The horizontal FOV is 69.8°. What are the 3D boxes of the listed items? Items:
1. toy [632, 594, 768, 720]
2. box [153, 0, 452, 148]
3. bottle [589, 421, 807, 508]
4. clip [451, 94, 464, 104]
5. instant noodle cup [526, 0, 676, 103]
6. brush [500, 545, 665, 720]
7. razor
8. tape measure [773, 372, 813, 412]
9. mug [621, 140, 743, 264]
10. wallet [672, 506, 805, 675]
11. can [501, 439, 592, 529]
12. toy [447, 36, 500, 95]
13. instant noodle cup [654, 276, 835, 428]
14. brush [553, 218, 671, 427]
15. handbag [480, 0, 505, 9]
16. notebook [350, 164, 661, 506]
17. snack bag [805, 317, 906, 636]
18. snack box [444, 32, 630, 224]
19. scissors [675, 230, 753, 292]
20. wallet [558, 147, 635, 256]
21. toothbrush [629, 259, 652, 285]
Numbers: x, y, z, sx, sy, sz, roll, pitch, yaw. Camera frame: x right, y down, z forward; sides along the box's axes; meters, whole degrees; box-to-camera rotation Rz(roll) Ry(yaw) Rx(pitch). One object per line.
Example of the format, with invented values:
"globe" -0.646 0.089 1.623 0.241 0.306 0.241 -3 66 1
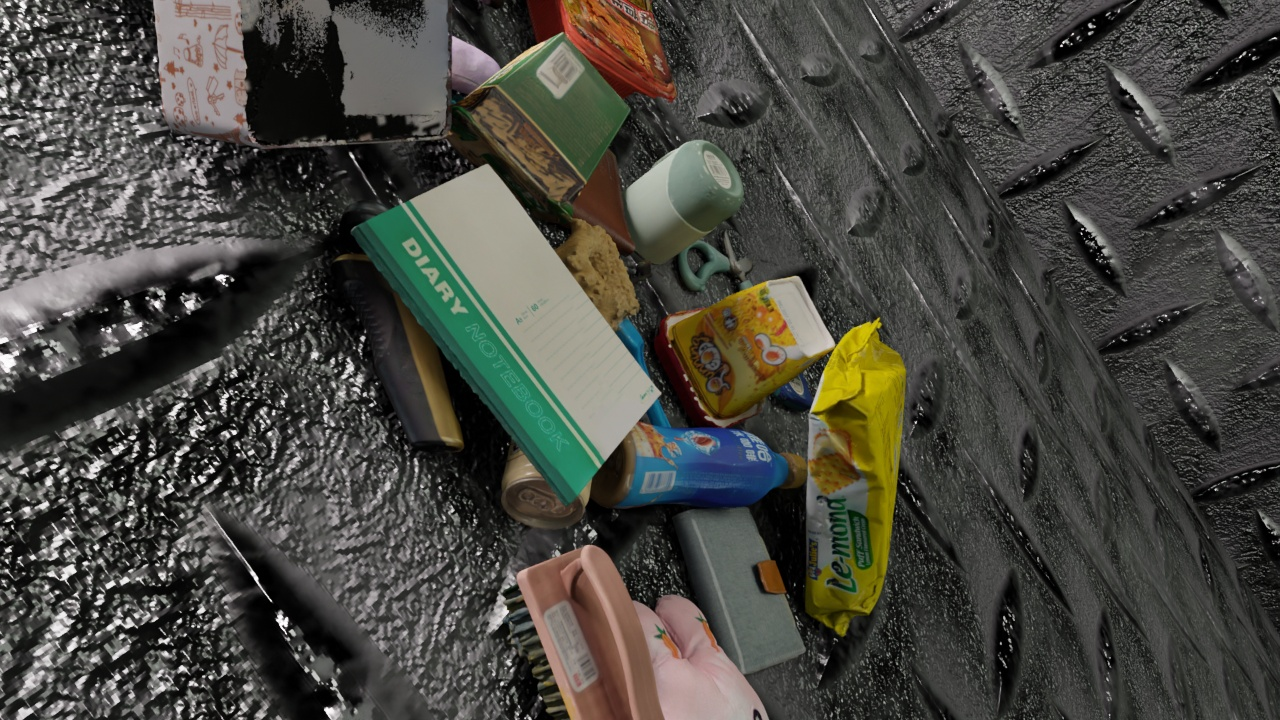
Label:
"toy" 0.036 0.233 0.620 0.121 0.054 0.159 7 50 -53
"box" -0.248 -0.224 0.592 0.180 0.198 0.158 -31 131 -58
"bottle" 0.053 0.084 0.725 0.218 0.065 0.065 7 58 -42
"clip" -0.141 -0.198 0.771 0.057 0.014 0.045 47 32 -12
"instant noodle cup" -0.047 -0.348 0.958 0.164 0.079 0.188 15 51 -47
"brush" -0.026 0.187 0.552 0.063 0.073 0.145 -7 71 -56
"razor" -0.147 -0.020 0.580 0.067 0.062 0.167 -16 80 -26
"tape measure" 0.156 0.026 0.972 0.058 0.025 0.054 24 44 -47
"mug" 0.038 -0.166 0.898 0.082 0.107 0.111 30 41 -35
"wallet" 0.083 0.181 0.736 0.106 0.037 0.129 6 59 -50
"can" -0.058 0.053 0.631 0.058 0.059 0.116 38 38 -29
"toy" -0.156 -0.251 0.770 0.107 0.039 0.084 13 33 -44
"instant noodle cup" 0.097 -0.013 0.834 0.115 0.124 0.116 -15 76 -56
"brush" -0.004 0.004 0.741 0.255 0.046 0.083 63 28 -19
"handbag" -0.189 -0.429 0.828 0.197 0.099 0.144 27 50 -39
"notebook" -0.078 -0.025 0.604 0.209 0.012 0.150 53 34 -8
"snack bag" 0.193 0.101 0.819 0.157 0.068 0.247 -54 144 -55
"snack box" -0.078 -0.186 0.712 0.118 0.105 0.117 43 -8 -25
"scissors" 0.104 -0.067 0.987 0.181 0.019 0.169 60 31 4
"wallet" -0.051 -0.163 0.847 0.101 0.032 0.124 24 47 -45
"toothbrush" -0.037 -0.053 0.777 0.212 0.026 0.027 -36 134 -57
